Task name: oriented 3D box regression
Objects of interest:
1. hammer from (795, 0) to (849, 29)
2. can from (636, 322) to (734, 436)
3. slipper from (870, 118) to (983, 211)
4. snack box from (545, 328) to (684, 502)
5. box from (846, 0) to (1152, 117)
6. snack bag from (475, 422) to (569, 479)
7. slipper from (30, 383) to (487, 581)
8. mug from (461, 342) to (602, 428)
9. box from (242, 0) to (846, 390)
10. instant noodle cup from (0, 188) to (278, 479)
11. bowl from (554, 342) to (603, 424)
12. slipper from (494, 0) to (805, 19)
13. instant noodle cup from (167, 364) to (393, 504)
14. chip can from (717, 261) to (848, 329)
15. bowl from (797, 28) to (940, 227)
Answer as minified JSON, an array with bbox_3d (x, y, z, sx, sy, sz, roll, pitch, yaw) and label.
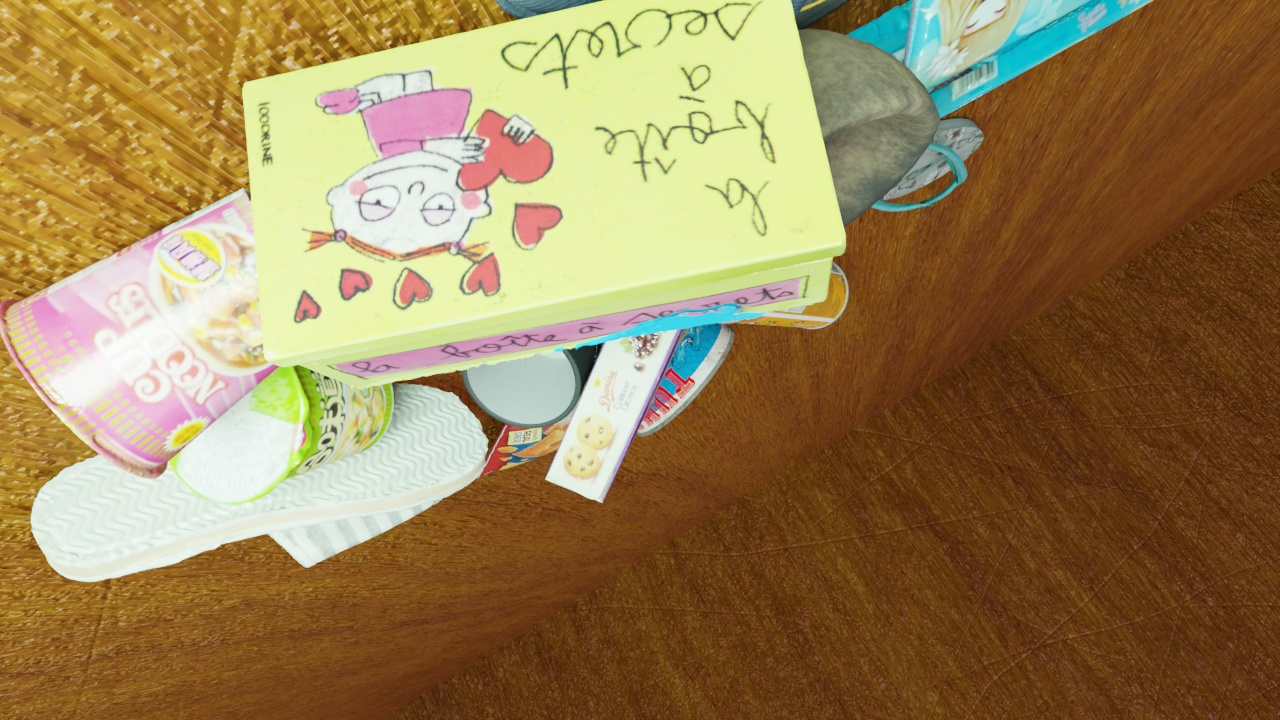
[{"bbox_3d":[0.072,-0.180,0.482,0.321,0.036,0.123,-36,166,7],"label":"hammer"},{"bbox_3d":[0.025,0.005,0.832,0.130,0.044,0.129,-47,-169,12],"label":"can"},{"bbox_3d":[0.224,-0.161,0.800,0.268,0.054,0.098,-12,157,-44],"label":"slipper"},{"bbox_3d":[-0.004,0.004,0.613,0.147,0.040,0.143,-57,171,-76],"label":"snack box"},{"bbox_3d":[0.233,-0.214,0.537,0.227,0.086,0.169,-29,-171,-6],"label":"box"},{"bbox_3d":[-0.090,0.065,0.922,0.143,0.039,0.131,-20,160,-32],"label":"snack bag"},{"bbox_3d":[-0.232,0.078,0.594,0.272,0.114,0.054,-11,143,-32],"label":"slipper"},{"bbox_3d":[-0.062,-0.025,0.604,0.087,0.078,0.114,-71,-176,-57],"label":"mug"},{"bbox_3d":[-0.037,-0.068,0.375,0.221,0.124,0.083,-9,167,9],"label":"box"},{"bbox_3d":[-0.201,-0.018,0.411,0.108,0.097,0.098,-36,164,-9],"label":"instant noodle cup"},{"bbox_3d":[-0.046,-0.001,0.742,0.178,0.081,0.179,-30,163,-10],"label":"bowl"},{"bbox_3d":[0.062,-0.189,0.386,0.263,0.082,0.101,-27,165,-15],"label":"slipper"},{"bbox_3d":[-0.204,0.027,0.535,0.099,0.099,0.107,-36,171,15],"label":"instant noodle cup"},{"bbox_3d":[0.123,-0.069,0.845,0.075,0.075,0.214,-39,162,25],"label":"chip can"},{"bbox_3d":[0.074,-0.112,0.501,0.162,0.070,0.162,-28,165,-8],"label":"bowl"}]
